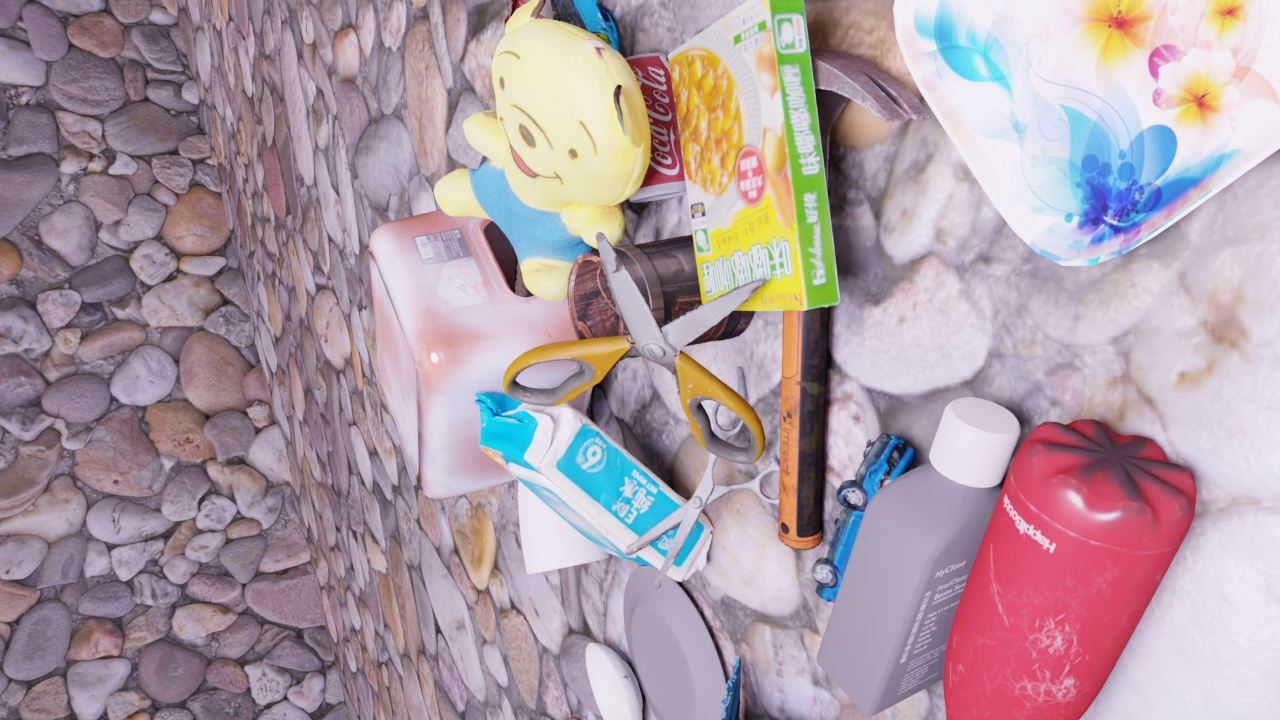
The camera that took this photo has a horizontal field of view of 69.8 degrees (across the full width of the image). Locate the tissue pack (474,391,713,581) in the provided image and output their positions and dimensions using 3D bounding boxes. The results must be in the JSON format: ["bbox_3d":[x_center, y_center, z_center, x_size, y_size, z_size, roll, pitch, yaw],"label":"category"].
[{"bbox_3d":[-0.040,0.096,0.730,0.209,0.066,0.117,45,160,-29],"label":"tissue pack"}]

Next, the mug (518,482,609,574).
[{"bbox_3d":[-0.077,0.158,0.908,0.114,0.081,0.087,73,-175,-80],"label":"mug"}]

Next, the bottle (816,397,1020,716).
[{"bbox_3d":[0.155,0.101,0.485,0.046,0.083,0.174,42,134,44],"label":"bottle"}]

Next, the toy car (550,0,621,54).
[{"bbox_3d":[-0.040,-0.257,0.714,0.105,0.032,0.048,62,163,11],"label":"toy car"}]

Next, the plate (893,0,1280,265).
[{"bbox_3d":[0.198,-0.152,0.383,0.187,0.016,0.187,65,147,19],"label":"plate"}]

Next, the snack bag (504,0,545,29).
[{"bbox_3d":[-0.098,-0.215,0.784,0.208,0.066,0.139,162,90,-75],"label":"snack bag"}]

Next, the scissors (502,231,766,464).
[{"bbox_3d":[-0.002,0.003,0.586,0.230,0.016,0.225,-6,138,26],"label":"scissors"}]

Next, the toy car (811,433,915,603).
[{"bbox_3d":[0.137,0.098,0.545,0.044,0.056,0.120,24,130,24],"label":"toy car"}]

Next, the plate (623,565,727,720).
[{"bbox_3d":[0.024,0.273,0.823,0.178,0.012,0.179,34,130,53],"label":"plate"}]

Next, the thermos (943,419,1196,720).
[{"bbox_3d":[0.190,0.143,0.453,0.073,0.073,0.240,42,135,44],"label":"thermos"}]

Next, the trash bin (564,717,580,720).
[{"bbox_3d":[-0.142,0.500,0.998,0.151,0.209,0.151,28,124,53],"label":"trash bin"}]

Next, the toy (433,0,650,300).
[{"bbox_3d":[-0.060,-0.144,0.639,0.149,0.083,0.215,45,143,10],"label":"toy"}]

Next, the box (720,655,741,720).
[{"bbox_3d":[0.104,0.358,0.716,0.112,0.094,0.232,-61,-29,-67],"label":"box"}]

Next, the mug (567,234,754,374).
[{"bbox_3d":[0.008,-0.034,0.651,0.080,0.107,0.116,60,145,27],"label":"mug"}]

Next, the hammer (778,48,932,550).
[{"bbox_3d":[0.109,-0.022,0.555,0.138,0.035,0.315,-144,48,-58],"label":"hammer"}]

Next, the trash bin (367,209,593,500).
[{"bbox_3d":[-0.151,-0.005,0.844,0.181,0.157,0.260,62,156,27],"label":"trash bin"}]

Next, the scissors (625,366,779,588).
[{"bbox_3d":[0.042,0.086,0.669,0.142,0.014,0.147,-18,76,25],"label":"scissors"}]

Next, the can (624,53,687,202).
[{"bbox_3d":[0.007,-0.165,0.657,0.054,0.054,0.096,-1,100,59],"label":"can"}]

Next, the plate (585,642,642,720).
[{"bbox_3d":[-0.021,0.326,0.907,0.104,0.026,0.104,44,142,50],"label":"plate"}]

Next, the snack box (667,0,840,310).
[{"bbox_3d":[0.062,-0.114,0.539,0.132,0.027,0.168,-172,72,-68],"label":"snack box"}]
